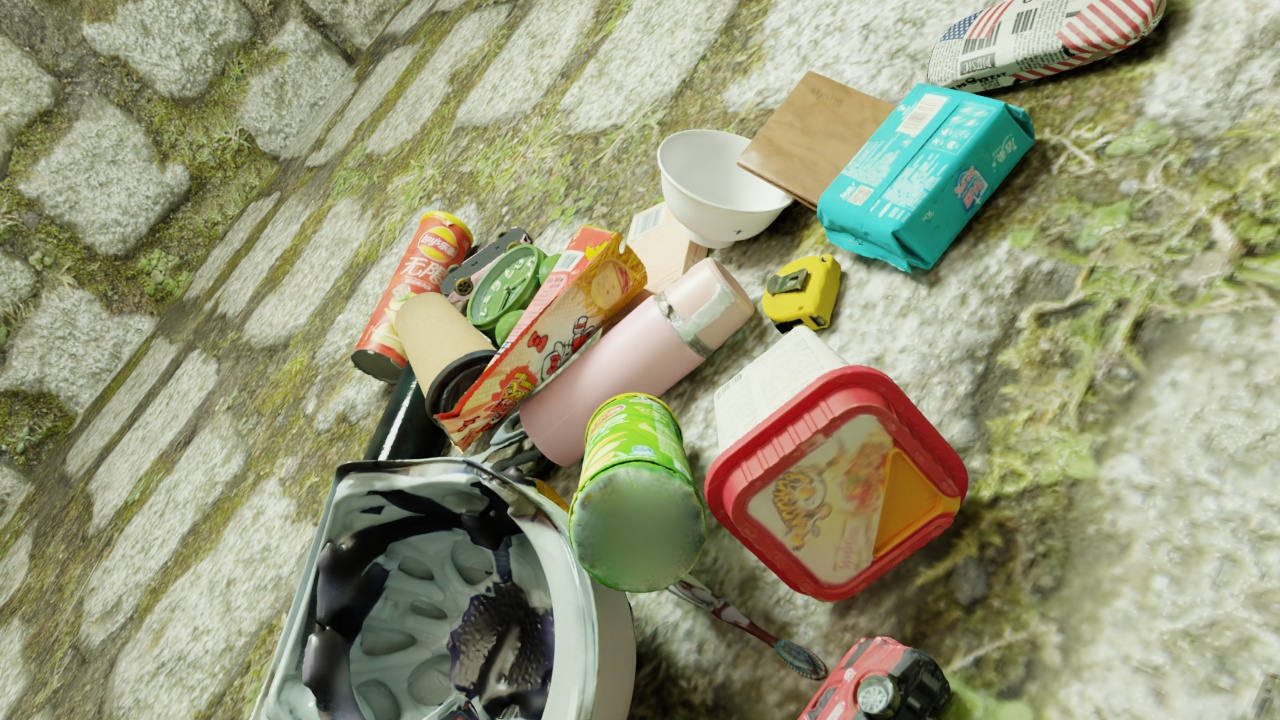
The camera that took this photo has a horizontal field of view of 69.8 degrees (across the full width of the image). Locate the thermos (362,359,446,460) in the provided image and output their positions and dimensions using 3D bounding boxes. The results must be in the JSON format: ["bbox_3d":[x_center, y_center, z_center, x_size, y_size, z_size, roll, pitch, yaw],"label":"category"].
[{"bbox_3d":[-0.230,0.077,0.925,0.090,0.068,0.241,121,167,-52],"label":"thermos"}]

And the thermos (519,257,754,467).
[{"bbox_3d":[-0.004,0.004,0.710,0.199,0.067,0.087,-38,8,17],"label":"thermos"}]

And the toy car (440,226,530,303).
[{"bbox_3d":[-0.178,-0.108,1.066,0.122,0.037,0.056,-37,36,-4],"label":"toy car"}]

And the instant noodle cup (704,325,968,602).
[{"bbox_3d":[0.100,0.049,0.519,0.117,0.116,0.124,-40,23,14],"label":"instant noodle cup"}]

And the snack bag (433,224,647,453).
[{"bbox_3d":[-0.085,-0.014,0.742,0.207,0.073,0.129,-50,-3,-13],"label":"snack bag"}]

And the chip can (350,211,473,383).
[{"bbox_3d":[-0.274,-0.078,1.116,0.073,0.073,0.216,-12,50,43],"label":"chip can"}]

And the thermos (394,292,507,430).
[{"bbox_3d":[-0.181,0.000,0.878,0.093,0.093,0.143,-46,53,5],"label":"thermos"}]

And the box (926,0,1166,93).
[{"bbox_3d":[0.280,-0.226,0.644,0.164,0.051,0.068,3,49,49],"label":"box"}]

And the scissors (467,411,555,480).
[{"bbox_3d":[-0.146,0.090,0.812,0.165,0.014,0.162,12,57,42],"label":"scissors"}]

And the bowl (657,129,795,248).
[{"bbox_3d":[0.065,-0.133,0.762,0.118,0.118,0.065,-93,14,-47],"label":"bowl"}]

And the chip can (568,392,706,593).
[{"bbox_3d":[-0.003,0.072,0.561,0.072,0.072,0.221,-47,6,4],"label":"chip can"}]

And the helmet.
[{"bbox_3d":[-0.101,0.181,0.572,0.259,0.145,0.228,5,77,32],"label":"helmet"}]

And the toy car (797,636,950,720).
[{"bbox_3d":[0.096,0.186,0.432,0.120,0.053,0.045,-53,31,-10],"label":"toy car"}]

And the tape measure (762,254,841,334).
[{"bbox_3d":[0.115,-0.049,0.665,0.057,0.029,0.059,-10,49,45],"label":"tape measure"}]

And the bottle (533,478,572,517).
[{"bbox_3d":[-0.134,0.169,0.702,0.190,0.068,0.068,-42,34,11],"label":"bottle"}]

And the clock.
[{"bbox_3d":[-0.113,-0.059,0.919,0.116,0.056,0.161,-56,34,-8],"label":"clock"}]

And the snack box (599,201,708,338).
[{"bbox_3d":[0.018,-0.082,0.814,0.085,0.026,0.157,-19,44,38],"label":"snack box"}]

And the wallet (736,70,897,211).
[{"bbox_3d":[0.146,-0.168,0.716,0.115,0.020,0.101,35,85,28],"label":"wallet"}]

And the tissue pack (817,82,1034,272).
[{"bbox_3d":[0.192,-0.125,0.630,0.133,0.050,0.093,-49,35,2],"label":"tissue pack"}]

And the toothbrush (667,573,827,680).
[{"bbox_3d":[0.043,0.148,0.561,0.016,0.017,0.188,-56,34,-11],"label":"toothbrush"}]
